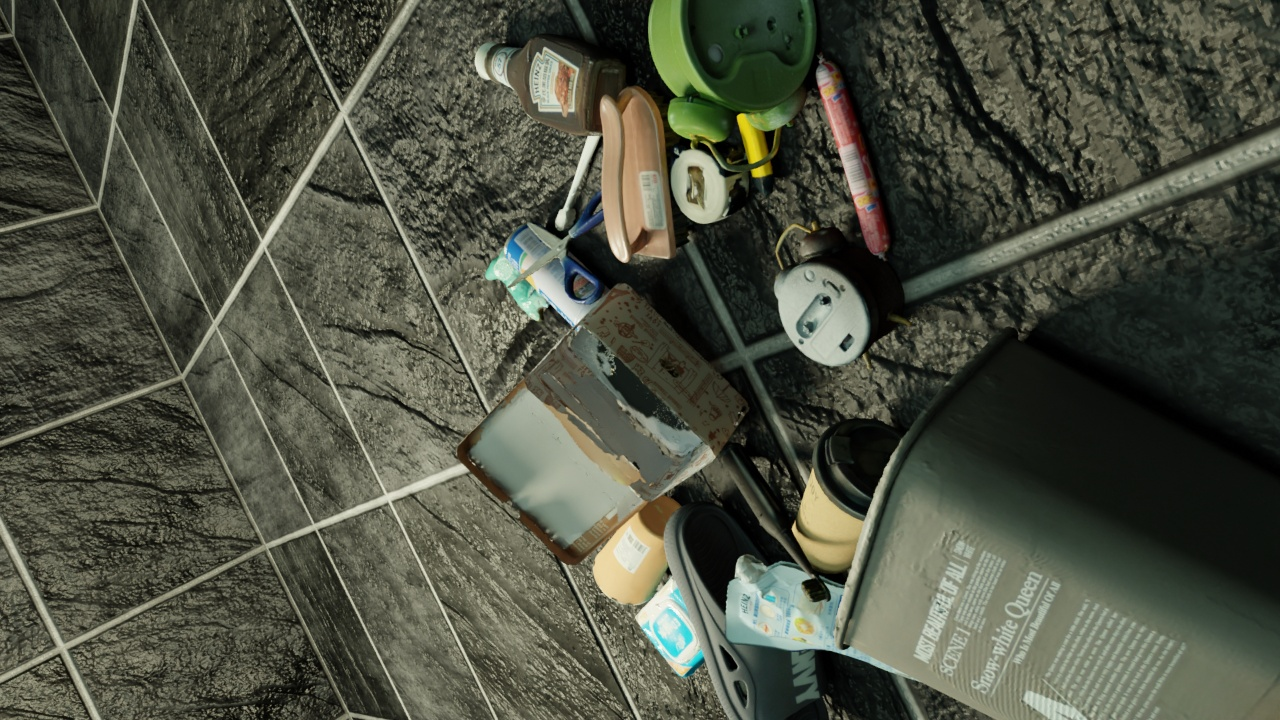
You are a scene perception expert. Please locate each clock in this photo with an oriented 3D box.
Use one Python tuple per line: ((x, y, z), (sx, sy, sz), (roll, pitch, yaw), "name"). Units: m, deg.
((0.065, -0.215, 0.646), (0.056, 0.116, 0.161), (13, 118, 59), "clock")
((0.144, -0.052, 0.696), (0.122, 0.055, 0.082), (51, 142, 18), "clock")

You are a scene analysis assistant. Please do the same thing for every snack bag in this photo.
((0.166, 0.224, 0.787), (0.191, 0.038, 0.110), (10, 133, 18), "snack bag")

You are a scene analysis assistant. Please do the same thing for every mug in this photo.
((0.003, 0.204, 1.007), (0.078, 0.078, 0.123), (47, 136, 21), "mug")

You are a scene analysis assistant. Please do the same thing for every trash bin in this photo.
((0.266, 0.126, 0.554), (0.220, 0.198, 0.199), (29, 132, 30), "trash bin")

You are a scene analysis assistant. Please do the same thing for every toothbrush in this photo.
((-0.050, -0.193, 0.880), (0.016, 0.016, 0.181), (50, 139, 21), "toothbrush")
((0.113, 0.135, 0.784), (0.212, 0.027, 0.026), (-118, 26, -60), "toothbrush")

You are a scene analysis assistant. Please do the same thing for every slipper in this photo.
((0.114, 0.256, 0.877), (0.084, 0.110, 0.268), (-32, 82, 50), "slipper")

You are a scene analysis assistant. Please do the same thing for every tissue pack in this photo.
((0.054, 0.281, 0.997), (0.090, 0.063, 0.140), (50, 141, 17), "tissue pack")

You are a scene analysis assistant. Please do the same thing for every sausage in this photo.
((0.154, -0.145, 0.658), (0.020, 0.020, 0.156), (-7, 106, 52), "sausage")

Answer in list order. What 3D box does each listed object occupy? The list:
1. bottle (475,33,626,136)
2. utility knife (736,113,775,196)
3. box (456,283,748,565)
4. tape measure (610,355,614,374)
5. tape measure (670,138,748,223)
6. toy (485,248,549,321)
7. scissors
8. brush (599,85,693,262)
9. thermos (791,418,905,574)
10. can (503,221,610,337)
((-0.089, -0.263, 0.851), (0.195, 0.043, 0.080), (32, 122, 42), "bottle")
((0.081, -0.203, 0.708), (0.033, 0.015, 0.154), (-134, 26, -74), "utility knife")
((-0.045, 0.070, 0.899), (0.178, 0.106, 0.273), (45, 124, -2), "box")
((-0.006, 0.005, 0.932), (0.057, 0.028, 0.060), (44, 141, 25), "tape measure")
((0.057, -0.148, 0.760), (0.066, 0.033, 0.066), (22, 126, 44), "tape measure")
((-0.129, -0.089, 1.025), (0.092, 0.030, 0.097), (53, 135, 5), "toy")
((-0.067, -0.109, 0.878), (0.162, 0.012, 0.176), (-49, 42, 15), "scissors")
((-0.001, -0.161, 0.791), (0.063, 0.072, 0.146), (18, 123, 45), "brush")
((0.170, 0.114, 0.743), (0.093, 0.092, 0.144), (45, 147, 23), "thermos")
((-0.081, -0.084, 0.948), (0.134, 0.053, 0.053), (45, 140, 23), "can")
